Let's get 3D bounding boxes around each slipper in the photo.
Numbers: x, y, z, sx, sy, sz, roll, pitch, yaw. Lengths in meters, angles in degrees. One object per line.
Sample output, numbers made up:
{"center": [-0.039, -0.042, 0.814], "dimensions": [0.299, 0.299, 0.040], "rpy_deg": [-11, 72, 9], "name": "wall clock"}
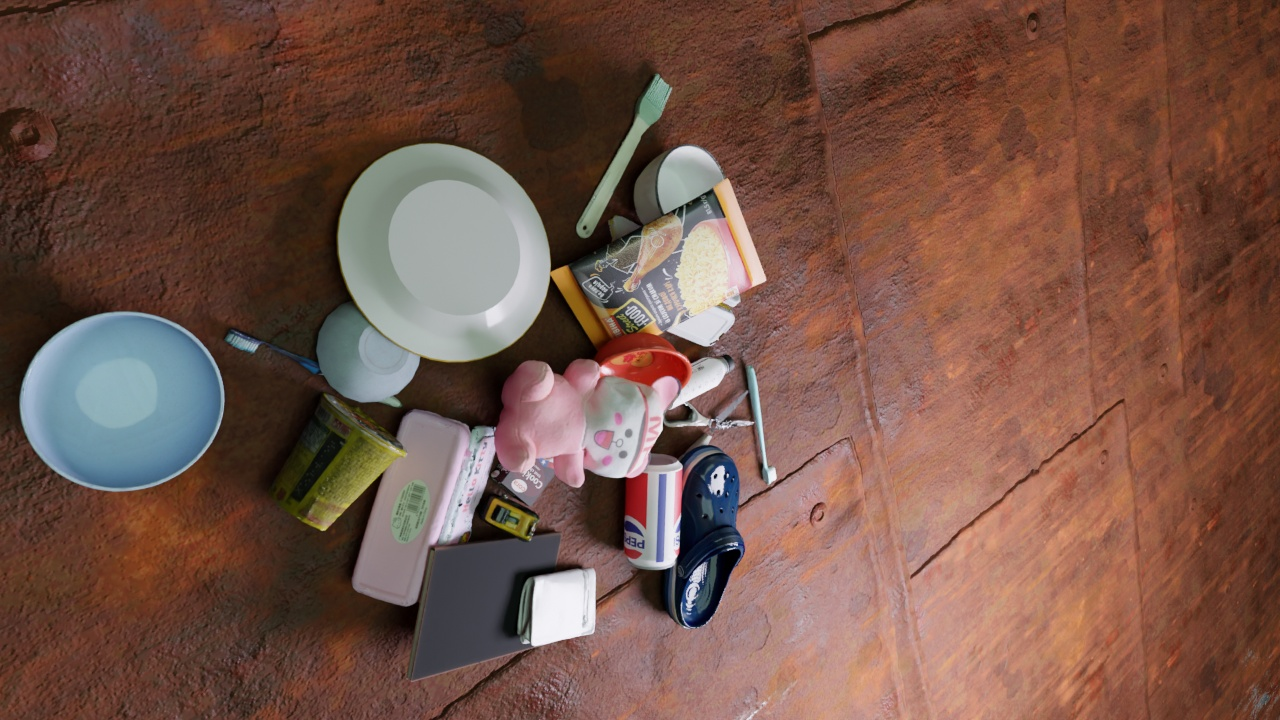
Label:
{"center": [0.094, 0.236, 1.199], "dimensions": [0.105, 0.095, 0.253], "rpy_deg": [-2, 105, -36], "name": "slipper"}

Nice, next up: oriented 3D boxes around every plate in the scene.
{"center": [-0.191, -0.113, 0.938], "dimensions": [0.229, 0.021, 0.229], "rpy_deg": [5, 80, -32], "name": "plate"}

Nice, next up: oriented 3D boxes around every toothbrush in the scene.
{"center": [-0.319, 0.012, 0.910], "dimensions": [0.189, 0.016, 0.017], "rpy_deg": [29, 91, -35], "name": "toothbrush"}
{"center": [0.167, 0.090, 1.276], "dimensions": [0.016, 0.016, 0.181], "rpy_deg": [-23, 112, -28], "name": "toothbrush"}

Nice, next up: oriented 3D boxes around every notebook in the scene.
{"center": [-0.168, 0.268, 1.026], "dimensions": [0.208, 0.008, 0.141], "rpy_deg": [8, 94, -56], "name": "notebook"}

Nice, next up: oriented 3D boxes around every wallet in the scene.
{"center": [-0.100, 0.292, 1.099], "dimensions": [0.116, 0.032, 0.086], "rpy_deg": [13, 82, -51], "name": "wallet"}

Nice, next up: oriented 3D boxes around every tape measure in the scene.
{"center": [-0.148, 0.173, 1.034], "dimensions": [0.062, 0.067, 0.038], "rpy_deg": [25, 83, -7], "name": "tape measure"}

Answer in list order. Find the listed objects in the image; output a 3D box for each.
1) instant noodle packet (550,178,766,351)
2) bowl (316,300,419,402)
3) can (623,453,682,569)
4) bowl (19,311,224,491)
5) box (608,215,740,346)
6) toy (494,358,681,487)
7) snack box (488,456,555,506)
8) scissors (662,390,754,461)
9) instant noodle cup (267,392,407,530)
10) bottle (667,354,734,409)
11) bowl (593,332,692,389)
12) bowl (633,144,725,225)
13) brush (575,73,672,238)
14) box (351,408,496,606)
{"center": [0.026, -0.096, 1.058], "dimensions": [0.221, 0.032, 0.160], "rpy_deg": [-27, 134, 3], "name": "instant noodle packet"}
{"center": [-0.264, -0.011, 0.918], "dimensions": [0.106, 0.039, 0.106], "rpy_deg": [3, 85, -40], "name": "bowl"}
{"center": [0.015, 0.188, 1.150], "dimensions": [0.070, 0.070, 0.132], "rpy_deg": [-5, 101, -35], "name": "can"}
{"center": [-0.444, 0.030, 0.785], "dimensions": [0.150, 0.075, 0.150], "rpy_deg": [-6, 101, -35], "name": "bowl"}
{"center": [0.029, -0.097, 1.140], "dimensions": [0.210, 0.080, 0.084], "rpy_deg": [21, 126, -36], "name": "box"}
{"center": [-0.058, 0.067, 1.025], "dimensions": [0.212, 0.084, 0.142], "rpy_deg": [8, 102, -34], "name": "toy"}
{"center": [-0.109, 0.096, 1.066], "dimensions": [0.051, 0.032, 0.140], "rpy_deg": [47, 71, -32], "name": "snack box"}
{"center": [0.084, 0.092, 1.217], "dimensions": [0.169, 0.013, 0.157], "rpy_deg": [32, 81, -35], "name": "scissors"}
{"center": [-0.300, 0.102, 0.896], "dimensions": [0.102, 0.102, 0.108], "rpy_deg": [40, 83, -34], "name": "instant noodle cup"}
{"center": [0.072, 0.023, 1.180], "dimensions": [0.115, 0.041, 0.041], "rpy_deg": [-25, 112, -30], "name": "bottle"}
{"center": [-0.006, 0.006, 1.089], "dimensions": [0.130, 0.131, 0.045], "rpy_deg": [17, 47, -37], "name": "bowl"}
{"center": [0.043, -0.195, 1.096], "dimensions": [0.116, 0.066, 0.116], "rpy_deg": [1, 88, -39], "name": "bowl"}
{"center": [-0.021, -0.240, 1.084], "dimensions": [0.033, 0.012, 0.217], "rpy_deg": [33, 80, -35], "name": "brush"}
{"center": [-0.227, 0.158, 0.991], "dimensions": [0.101, 0.103, 0.201], "rpy_deg": [17, 88, 3], "name": "box"}
